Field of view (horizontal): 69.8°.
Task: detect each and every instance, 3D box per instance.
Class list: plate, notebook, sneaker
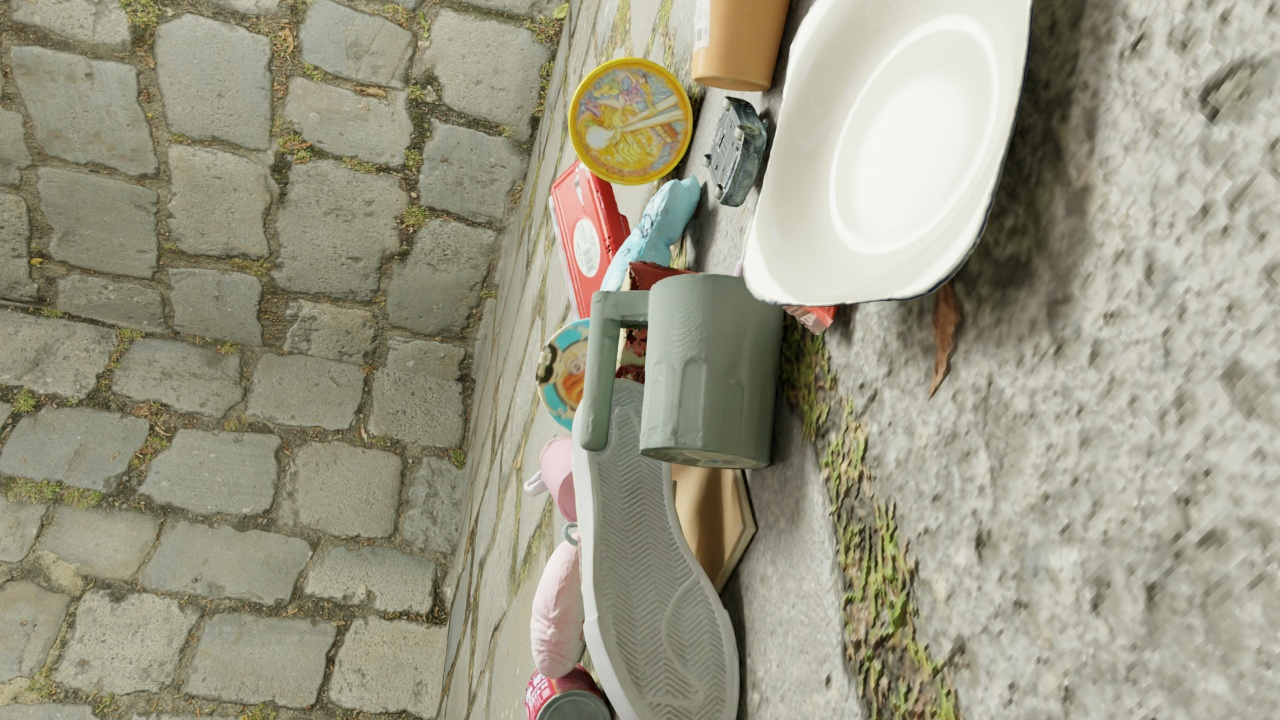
[{"bbox_3d":[0.111,-0.100,0.406,0.164,0.034,0.164,8,84,65],"label":"plate"},{"bbox_3d":[0.036,0.091,0.669,0.211,0.012,0.150,-97,21,-52],"label":"notebook"},{"bbox_3d":[-0.006,0.134,0.583,0.091,0.089,0.241,116,148,-50],"label":"sneaker"}]

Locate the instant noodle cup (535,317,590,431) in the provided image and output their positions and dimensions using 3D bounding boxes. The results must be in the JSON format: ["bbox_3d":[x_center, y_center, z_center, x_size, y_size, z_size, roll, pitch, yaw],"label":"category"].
[{"bbox_3d":[-0.049,0.023,0.896,0.120,0.111,0.111,130,149,-79],"label":"instant noodle cup"}]

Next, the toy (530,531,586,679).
[{"bbox_3d":[-0.063,0.208,0.814,0.159,0.054,0.121,-71,-9,-83],"label":"toy"}]

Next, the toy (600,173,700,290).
[{"bbox_3d":[0.004,-0.083,0.789,0.161,0.050,0.156,-46,-21,-66],"label":"toy"}]

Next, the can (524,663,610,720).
[{"bbox_3d":[-0.066,0.305,0.807,0.094,0.066,0.066,-175,96,-77],"label":"can"}]

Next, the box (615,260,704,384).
[{"bbox_3d":[-0.004,0.004,0.691,0.169,0.077,0.091,113,164,-61],"label":"box"}]

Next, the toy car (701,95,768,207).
[{"bbox_3d":[0.070,-0.149,0.652,0.120,0.037,0.054,-89,16,-60],"label":"toy car"}]

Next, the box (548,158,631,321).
[{"bbox_3d":[-0.058,-0.102,0.984,0.160,0.065,0.201,128,132,-55],"label":"box"}]

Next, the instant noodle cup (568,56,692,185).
[{"bbox_3d":[-0.011,-0.243,0.921,0.114,0.118,0.119,-94,18,-71],"label":"instant noodle cup"}]

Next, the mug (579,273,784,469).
[{"bbox_3d":[0.024,0.009,0.560,0.083,0.124,0.103,39,-125,-66],"label":"mug"}]

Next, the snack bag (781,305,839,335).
[{"bbox_3d":[0.103,-0.068,0.483,0.048,0.026,0.104,-131,52,-60],"label":"snack bag"}]

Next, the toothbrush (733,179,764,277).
[{"bbox_3d":[0.079,-0.096,0.618,0.029,0.020,0.190,47,131,38],"label":"toothbrush"}]

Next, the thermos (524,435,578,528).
[{"bbox_3d":[-0.076,0.127,0.962,0.067,0.087,0.199,57,171,-12],"label":"thermos"}]

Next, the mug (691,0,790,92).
[{"bbox_3d":[0.074,-0.262,0.663,0.078,0.078,0.123,-139,56,-75],"label":"mug"}]
